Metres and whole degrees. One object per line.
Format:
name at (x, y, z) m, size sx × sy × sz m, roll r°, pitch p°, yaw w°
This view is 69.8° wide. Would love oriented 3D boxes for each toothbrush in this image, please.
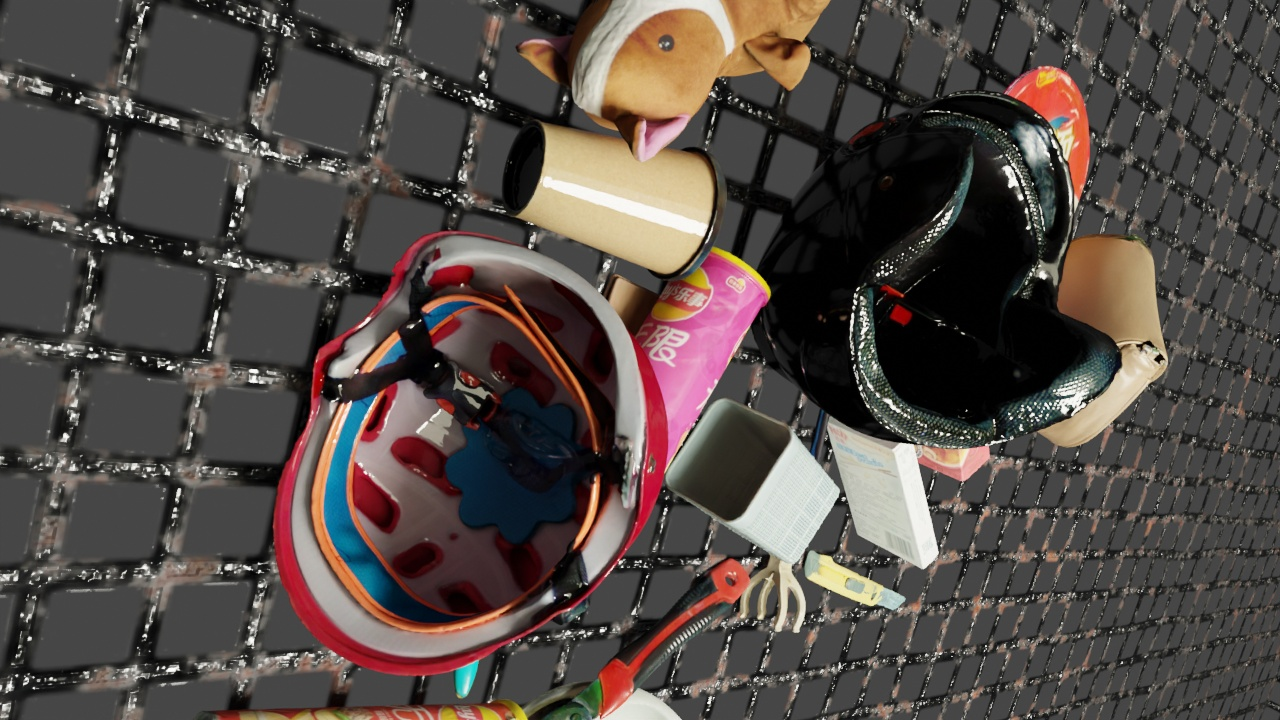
toothbrush at (0.164, 0.079, 0.850) m, size 0.016 × 0.014 × 0.189 m, roll 4°, pitch 102°, yaw -40°

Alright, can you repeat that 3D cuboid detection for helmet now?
helmet at (0.213, -0.067, 0.699) m, size 0.233 × 0.231 × 0.274 m, roll 44°, pitch 66°, yaw -27°
helmet at (-0.086, 0.059, 0.543) m, size 0.240 × 0.207 × 0.144 m, roll -52°, pitch 162°, yaw 6°

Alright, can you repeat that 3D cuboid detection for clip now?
clip at (0.117, 0.201, 0.851) m, size 0.035 × 0.092 × 0.103 m, roll 14°, pitch 61°, yaw -39°

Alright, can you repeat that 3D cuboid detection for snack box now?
snack box at (0.229, 0.121, 0.867) m, size 0.026 × 0.085 × 0.157 m, roll -36°, pitch 124°, yaw -22°
snack box at (0.254, 0.032, 0.838) m, size 0.044 × 0.113 × 0.127 m, roll -31°, pitch 122°, yaw -25°

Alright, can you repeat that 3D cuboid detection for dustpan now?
dustpan at (-0.006, 0.384, 0.699) m, size 0.222 × 0.258 × 0.143 m, roll -38°, pitch 145°, yaw -31°

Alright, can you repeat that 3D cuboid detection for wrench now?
wrench at (-0.001, 0.251, 0.748) m, size 0.272 × 0.056 × 0.016 m, roll -38°, pitch 169°, yaw -35°

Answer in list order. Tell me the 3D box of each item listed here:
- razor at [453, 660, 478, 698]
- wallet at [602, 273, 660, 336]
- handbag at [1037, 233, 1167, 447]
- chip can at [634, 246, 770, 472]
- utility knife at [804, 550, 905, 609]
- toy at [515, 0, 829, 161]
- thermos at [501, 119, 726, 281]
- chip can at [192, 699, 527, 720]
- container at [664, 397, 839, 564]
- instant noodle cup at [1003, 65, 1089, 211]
razor at (-0.117, 0.175, 0.652) m, size 0.043 × 0.028 × 0.132 m, roll 8°, pitch 98°, yaw -15°
wallet at (-0.004, 0.004, 0.689) m, size 0.101 × 0.020 × 0.115 m, roll 20°, pitch 90°, yaw -42°
handbag at (0.406, -0.026, 0.855) m, size 0.100 × 0.148 × 0.203 m, roll 31°, pitch 46°, yaw -7°
chip can at (0.012, 0.023, 0.646) m, size 0.071 × 0.071 × 0.210 m, roll 41°, pitch 75°, yaw -39°
utility knife at (0.223, 0.232, 0.951) m, size 0.196 × 0.020 × 0.031 m, roll 30°, pitch 92°, yaw -45°
toy at (0.030, -0.212, 0.576) m, size 0.199 × 0.140 × 0.131 m, roll -37°, pitch 152°, yaw -18°
thermos at (-0.014, -0.108, 0.602) m, size 0.143 × 0.093 × 0.093 m, roll 11°, pitch 98°, yaw -31°
chip can at (-0.179, 0.263, 0.601) m, size 0.216 × 0.073 × 0.073 m, roll 14°, pitch 96°, yaw -38°
container at (0.097, 0.104, 0.757) m, size 0.090 × 0.090 × 0.111 m, roll -55°, pitch 132°, yaw -9°
instant noodle cup at (0.344, -0.177, 0.867) m, size 0.193 × 0.066 × 0.194 m, roll -13°, pitch 112°, yaw -36°
